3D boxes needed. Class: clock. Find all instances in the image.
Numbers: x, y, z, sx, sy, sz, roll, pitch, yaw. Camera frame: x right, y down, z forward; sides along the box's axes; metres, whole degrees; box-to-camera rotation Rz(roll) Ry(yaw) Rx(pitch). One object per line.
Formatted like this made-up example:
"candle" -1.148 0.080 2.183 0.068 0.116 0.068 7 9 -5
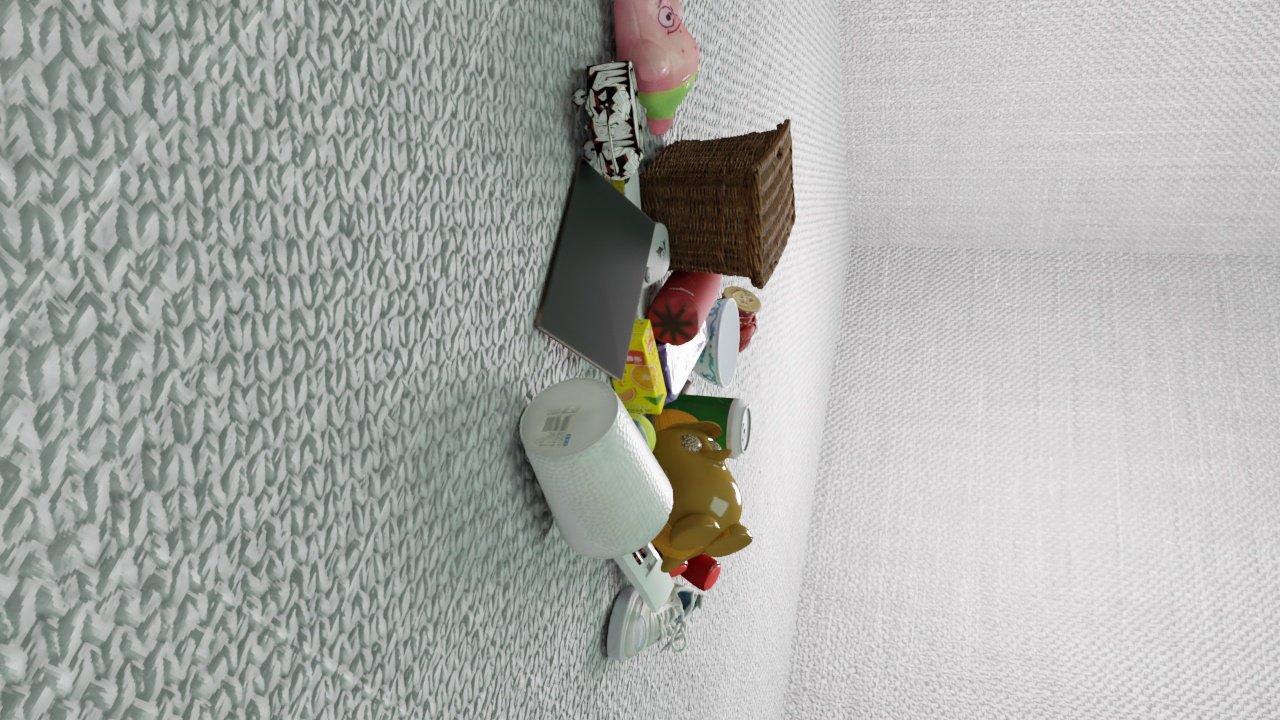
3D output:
"clock" -0.036 -0.261 1.005 0.154 0.065 0.115 -88 170 -51

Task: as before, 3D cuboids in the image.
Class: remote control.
"remote control" -0.012 -0.116 1.114 0.150 0.019 0.074 -34 129 -44
"remote control" 0.003 0.269 1.216 0.049 0.024 0.143 -51 121 -37

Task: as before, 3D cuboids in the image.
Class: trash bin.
"trash bin" -0.050 0.109 0.961 0.161 0.133 0.133 68 31 -43

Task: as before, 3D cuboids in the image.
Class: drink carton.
"drink carton" -0.007 0.007 1.167 0.042 0.059 0.135 -71 156 -43

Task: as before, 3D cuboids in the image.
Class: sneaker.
"sneaker" 0.028 0.361 1.296 0.242 0.091 0.089 -4 98 -71

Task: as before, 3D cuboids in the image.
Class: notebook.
"notebook" -0.046 -0.101 1.026 0.141 0.008 0.208 35 58 -44

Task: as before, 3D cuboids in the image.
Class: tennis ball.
"tennis ball" -0.013 0.098 1.155 0.065 0.065 0.065 5 89 -72

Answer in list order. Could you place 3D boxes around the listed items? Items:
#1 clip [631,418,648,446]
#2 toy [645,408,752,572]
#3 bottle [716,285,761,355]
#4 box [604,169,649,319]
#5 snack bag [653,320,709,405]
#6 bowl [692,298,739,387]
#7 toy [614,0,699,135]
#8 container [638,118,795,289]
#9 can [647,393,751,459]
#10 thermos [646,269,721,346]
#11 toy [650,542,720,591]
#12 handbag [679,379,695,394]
"clip" -0.015 0.150 1.112 0.127 0.028 0.167 -4 106 -30
"toy" 0.061 0.155 1.214 0.198 0.163 0.203 23 41 -43
"bottle" 0.150 -0.063 1.577 0.111 0.099 0.098 -66 176 37
"box" -0.014 -0.142 1.159 0.064 0.033 0.210 -61 151 -56
"snack bag" 0.042 -0.024 1.315 0.204 0.058 0.096 -56 142 -52
"bowl" 0.107 -0.030 1.478 0.143 0.074 0.144 5 89 -72
"toy" 0.013 -0.391 1.096 0.191 0.097 0.237 -80 155 -44
"container" 0.101 -0.216 1.245 0.249 0.183 0.162 -57 146 -57
"can" 0.086 0.094 1.335 0.087 0.140 0.088 5 89 -72
"thermos" 0.075 -0.105 1.280 0.239 0.073 0.073 -59 148 -55
"toy" 0.060 0.235 1.343 0.197 0.121 0.158 54 46 -51
"handbag" 0.055 0.089 1.431 0.055 0.029 0.119 72 33 -52
